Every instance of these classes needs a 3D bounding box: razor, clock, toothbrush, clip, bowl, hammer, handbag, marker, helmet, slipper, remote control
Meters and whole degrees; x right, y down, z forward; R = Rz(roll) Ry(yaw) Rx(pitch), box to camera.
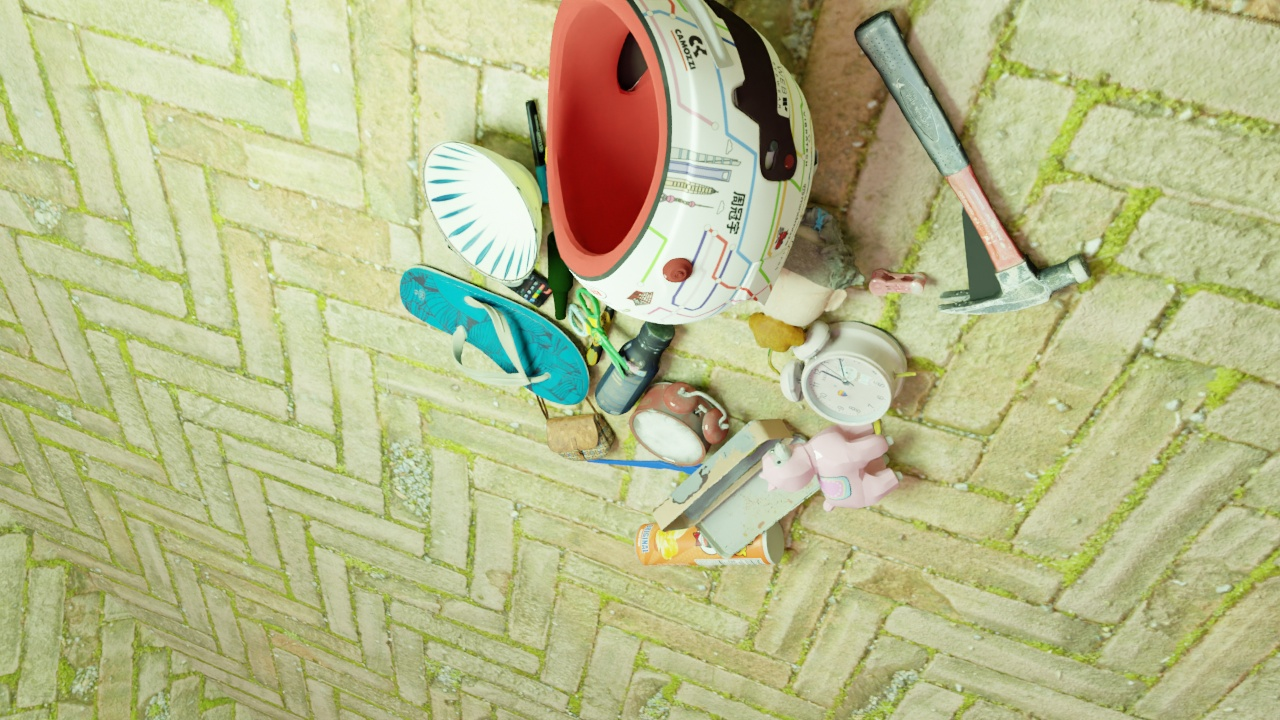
[{"bbox_3d":[-0.047,-0.046,1.155,0.044,0.021,0.144,38,135,17],"label":"razor"},{"bbox_3d":[0.223,0.012,1.047,0.158,0.058,0.117,23,134,7],"label":"clock"},{"bbox_3d":[0.005,0.146,1.302,0.187,0.011,0.016,2,128,28],"label":"toothbrush"},{"bbox_3d":[0.273,-0.085,0.974,0.059,0.039,0.023,9,127,26],"label":"clip"},{"bbox_3d":[-0.163,-0.182,1.050,0.177,0.070,0.178,27,140,25],"label":"bowl"},{"bbox_3d":[0.291,-0.178,0.873,0.141,0.036,0.326,-23,115,36],"label":"hammer"},{"bbox_3d":[-0.109,0.058,1.264,0.094,0.043,0.196,-8,120,30],"label":"handbag"},{"bbox_3d":[-0.113,-0.233,1.031,0.015,0.018,0.123,9,131,21],"label":"marker"},{"bbox_3d":[0.045,-0.190,0.846,0.231,0.235,0.315,29,123,48],"label":"helmet"},{"bbox_3d":[-0.198,-0.031,1.206,0.295,0.060,0.118,29,122,5],"label":"slipper"},{"bbox_3d":[0.056,0.072,1.171,0.110,0.061,0.157,40,147,-10],"label":"clock"},{"bbox_3d":[-0.174,-0.120,1.156,0.140,0.021,0.046,35,135,-12],"label":"remote control"}]

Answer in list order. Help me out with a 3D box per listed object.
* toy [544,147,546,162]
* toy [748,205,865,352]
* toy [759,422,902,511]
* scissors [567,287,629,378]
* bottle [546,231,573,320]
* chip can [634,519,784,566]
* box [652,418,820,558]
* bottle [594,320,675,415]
[{"bbox_3d":[-0.062,-0.215,1.007,0.094,0.041,0.096,17,133,19],"label":"toy"},{"bbox_3d":[0.166,-0.085,0.979,0.133,0.076,0.176,34,129,20],"label":"toy"},{"bbox_3d":[0.225,0.130,1.099,0.157,0.067,0.123,-22,120,0],"label":"toy"},{"bbox_3d":[-0.054,-0.025,1.143,0.132,0.013,0.078,62,145,8],"label":"scissors"},{"bbox_3d":[-0.098,-0.101,1.126,0.033,0.032,0.123,16,133,13],"label":"bottle"},{"bbox_3d":[0.096,0.262,1.316,0.211,0.062,0.062,-8,123,31],"label":"chip can"},{"bbox_3d":[0.130,0.174,1.185,0.218,0.121,0.094,-47,55,31],"label":"box"},{"bbox_3d":[-0.007,0.007,1.156,0.056,0.056,0.161,32,134,-2],"label":"bottle"}]
